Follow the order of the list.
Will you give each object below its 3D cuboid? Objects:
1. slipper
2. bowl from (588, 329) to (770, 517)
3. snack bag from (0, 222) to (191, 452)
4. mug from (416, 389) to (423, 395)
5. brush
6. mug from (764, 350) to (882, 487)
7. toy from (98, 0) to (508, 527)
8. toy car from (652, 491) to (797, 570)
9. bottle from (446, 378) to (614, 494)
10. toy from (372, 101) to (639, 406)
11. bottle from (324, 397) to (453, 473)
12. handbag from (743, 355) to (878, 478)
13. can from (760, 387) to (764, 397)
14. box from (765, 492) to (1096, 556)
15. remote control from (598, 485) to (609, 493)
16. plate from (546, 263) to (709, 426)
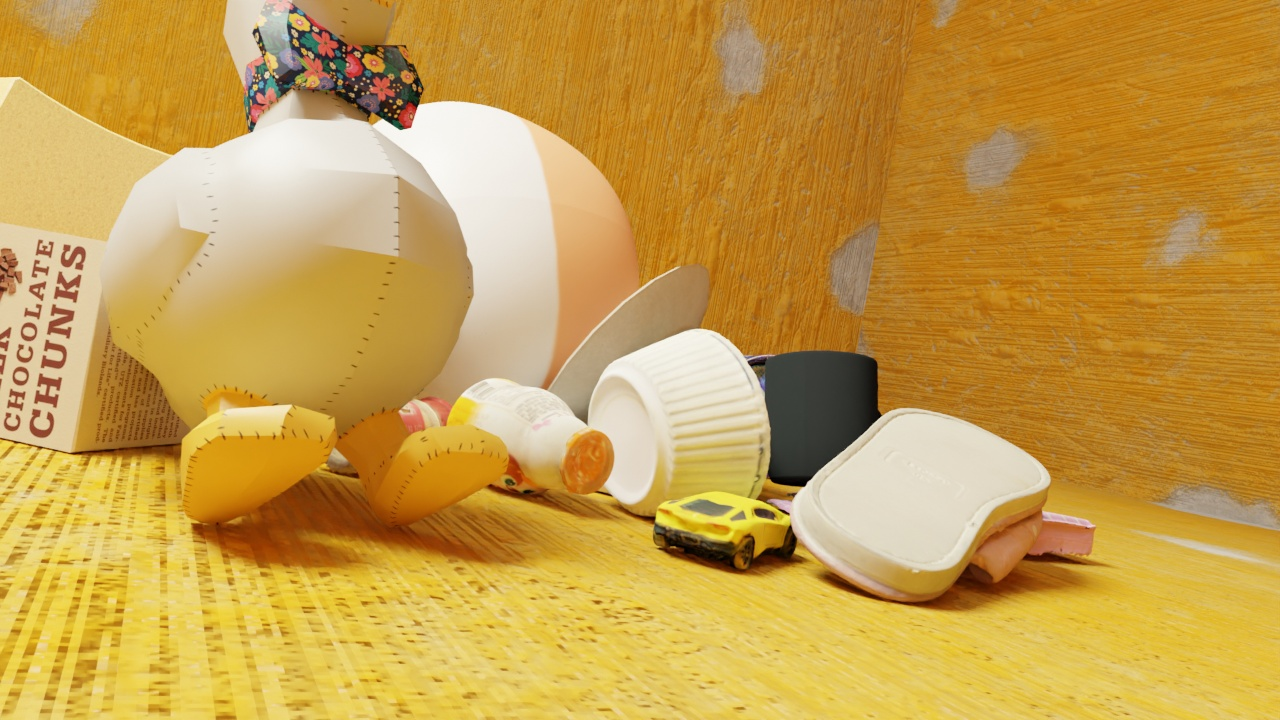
[{"bbox_3d":[0.164,0.084,0.529,0.114,0.054,0.273,31,23,29],"label":"slipper"},{"bbox_3d":[0.015,0.042,0.533,0.062,0.115,0.115,-7,9,-32],"label":"bowl"},{"bbox_3d":[-0.263,-0.008,0.510,0.070,0.094,0.206,10,-1,7],"label":"snack bag"},{"bbox_3d":[-0.173,-0.026,0.550,0.084,0.104,0.112,-11,-5,-7],"label":"mug"},{"bbox_3d":[-0.393,-0.080,0.698,0.075,0.195,0.249,10,-1,32],"label":"brush"},{"bbox_3d":[0.150,0.051,0.710,0.121,0.094,0.085,13,-15,-40],"label":"mug"},{"bbox_3d":[-0.147,-0.058,0.392,0.140,0.267,0.247,11,-40,-44],"label":"toy"},{"bbox_3d":[0.045,0.082,0.457,0.049,0.030,0.106,9,-3,28],"label":"toy car"},{"bbox_3d":[-0.063,0.047,0.527,0.063,0.063,0.109,11,0,-44],"label":"bottle"},{"bbox_3d":[-0.129,-0.068,0.753,0.280,0.262,0.267,0,-19,-33],"label":"toy"},{"bbox_3d":[-0.143,0.042,0.530,0.044,0.044,0.109,10,-1,14],"label":"bottle"},{"bbox_3d":[0.127,0.057,1.021,0.222,0.125,0.205,9,-1,-12],"label":"handbag"},{"bbox_3d":[0.042,0.049,0.710,0.099,0.099,0.143,10,-1,19],"label":"can"},{"bbox_3d":[0.212,0.118,0.703,0.230,0.035,0.159,11,-6,-33],"label":"box"},{"bbox_3d":[-0.039,0.069,0.627,0.114,0.028,0.060,10,0,33],"label":"remote control"},{"bbox_3d":[-0.004,0.004,0.723,0.027,0.189,0.188,44,10,16],"label":"plate"}]
